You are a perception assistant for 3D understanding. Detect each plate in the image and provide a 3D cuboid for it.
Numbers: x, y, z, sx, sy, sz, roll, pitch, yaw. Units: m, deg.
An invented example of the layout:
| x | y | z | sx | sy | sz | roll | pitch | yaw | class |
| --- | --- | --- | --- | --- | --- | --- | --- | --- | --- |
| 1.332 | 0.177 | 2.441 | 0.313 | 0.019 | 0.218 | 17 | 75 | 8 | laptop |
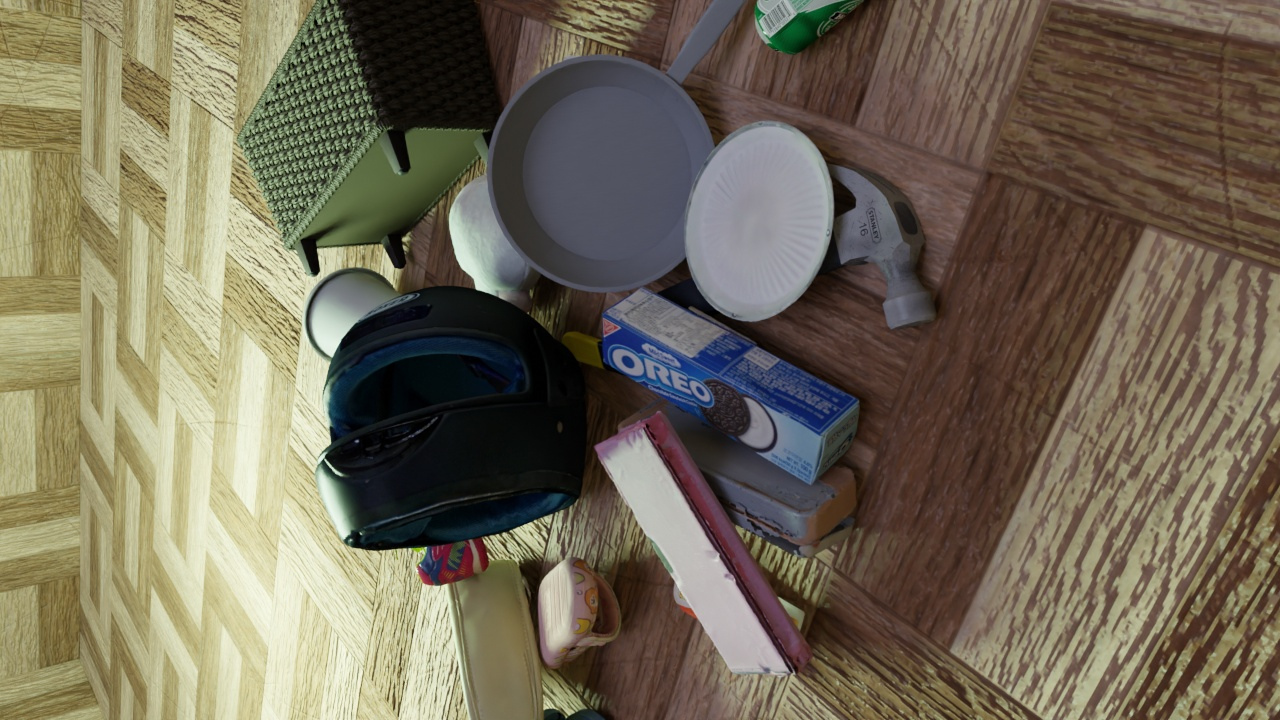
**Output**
| x | y | z | sx | sy | sz | roll | pitch | yaw | class |
| --- | --- | --- | --- | --- | --- | --- | --- | --- | --- |
| 0.093 | -0.110 | 0.728 | 0.157 | 0.014 | 0.157 | -1 | 89 | 49 | plate |

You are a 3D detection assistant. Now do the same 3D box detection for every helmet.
| x | y | z | sx | sy | sz | roll | pitch | yaw | class |
| --- | --- | --- | --- | --- | --- | --- | --- | --- | --- |
| -0.187 | 0.046 | 0.879 | 0.249 | 0.316 | 0.235 | -20 | 76 | 14 | helmet |

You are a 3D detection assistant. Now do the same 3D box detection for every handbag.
| x | y | z | sx | sy | sz | roll | pitch | yaw | class |
| --- | --- | --- | --- | --- | --- | --- | --- | --- | --- |
| -0.155 | 0.337 | 1.008 | 0.233 | 0.088 | 0.191 | -129 | 34 | -62 | handbag |

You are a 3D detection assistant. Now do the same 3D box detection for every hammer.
| x | y | z | sx | sy | sz | roll | pitch | yaw | class |
| --- | --- | --- | --- | --- | --- | --- | --- | --- | --- |
| 0.092 | -0.061 | 0.767 | 0.313 | 0.035 | 0.139 | -20 | 80 | 47 | hammer |

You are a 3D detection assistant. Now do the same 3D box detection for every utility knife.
| x | y | z | sx | sy | sz | roll | pitch | yaw | class |
| --- | --- | --- | --- | --- | --- | --- | --- | --- | --- |
| -0.005 | 0.005 | 0.888 | 0.213 | 0.020 | 0.029 | 19 | 111 | 45 | utility knife |

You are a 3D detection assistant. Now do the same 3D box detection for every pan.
| x | y | z | sx | sy | sz | roll | pitch | yaw | class |
| --- | --- | --- | --- | --- | --- | --- | --- | --- | --- |
| 0.014 | -0.219 | 0.779 | 0.201 | 0.050 | 0.357 | 38 | 105 | -4 | pan |

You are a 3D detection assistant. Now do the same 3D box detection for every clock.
| x | y | z | sx | sy | sz | roll | pitch | yaw | class |
| --- | --- | --- | --- | --- | --- | --- | --- | --- | --- |
| -0.072 | 0.441 | 0.995 | 0.162 | 0.060 | 0.118 | -10 | 90 | 51 | clock |

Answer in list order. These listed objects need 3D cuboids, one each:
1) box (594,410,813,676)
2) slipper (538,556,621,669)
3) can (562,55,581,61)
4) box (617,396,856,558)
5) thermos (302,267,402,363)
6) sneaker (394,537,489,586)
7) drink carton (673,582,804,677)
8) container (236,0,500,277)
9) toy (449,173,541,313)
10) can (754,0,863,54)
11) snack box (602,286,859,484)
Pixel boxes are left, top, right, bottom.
| x | y | z | sx | sy | sz | roll | pitch | yaw | class |
| --- | --- | --- | --- | --- | --- | --- | --- | --- | --- |
| 0.048 | 0.153 | 0.748 | 0.233 | 0.037 | 0.098 | 59 | 149 | -2 | box |
| -0.059 | 0.255 | 0.941 | 0.198 | 0.081 | 0.093 | 113 | 153 | -57 | slipper |
| -0.046 | -0.205 | 0.859 | 0.079 | 0.078 | 0.146 | 21 | 110 | 44 | can |
| 0.076 | 0.091 | 0.770 | 0.216 | 0.081 | 0.063 | 22 | 127 | 43 | box |
| -0.316 | -0.035 | 1.129 | 0.222 | 0.131 | 0.131 | 20 | 110 | 45 | thermos |
| -0.247 | 0.139 | 1.041 | 0.116 | 0.091 | 0.241 | 91 | 158 | -57 | sneaker |
| 0.089 | 0.223 | 0.814 | 0.122 | 0.038 | 0.069 | 24 | 112 | 36 | drink carton |
| -0.309 | -0.249 | 1.069 | 0.322 | 0.176 | 0.205 | -30 | 77 | 45 | container |
| -0.149 | -0.111 | 0.976 | 0.139 | 0.101 | 0.180 | 51 | 147 | 45 | toy |
| 0.132 | -0.273 | 0.678 | 0.101 | 0.053 | 0.053 | -31 | 73 | 45 | can |
| 0.067 | 0.015 | 0.754 | 0.226 | 0.059 | 0.059 | 31 | 139 | 30 | snack box |
